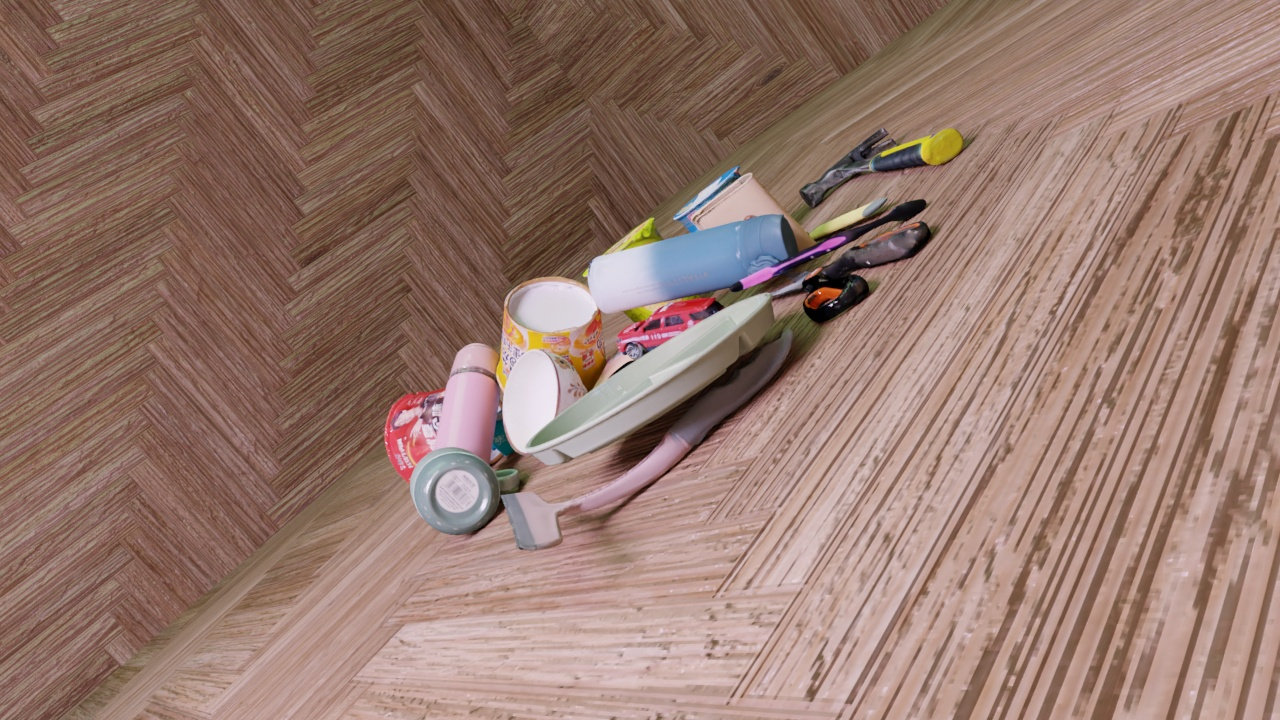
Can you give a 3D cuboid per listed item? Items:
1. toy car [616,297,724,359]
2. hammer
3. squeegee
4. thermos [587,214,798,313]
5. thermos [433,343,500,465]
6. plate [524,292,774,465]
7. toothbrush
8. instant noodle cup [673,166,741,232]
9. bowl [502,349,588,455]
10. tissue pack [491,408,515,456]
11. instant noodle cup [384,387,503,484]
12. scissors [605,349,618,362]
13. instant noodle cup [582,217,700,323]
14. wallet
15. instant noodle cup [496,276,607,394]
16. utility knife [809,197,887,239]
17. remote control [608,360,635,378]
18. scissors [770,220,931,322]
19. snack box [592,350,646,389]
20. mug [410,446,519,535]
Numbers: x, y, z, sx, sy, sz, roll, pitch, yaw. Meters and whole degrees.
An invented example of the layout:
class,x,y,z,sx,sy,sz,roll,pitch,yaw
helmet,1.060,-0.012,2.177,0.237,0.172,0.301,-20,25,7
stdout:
class,x,y,z,sx,sy,sz,roll,pitch,yaw
toy car,0.032,-0.034,0.934,0.121,0.045,0.052,-13,15,26
hammer,0.282,-0.231,1.051,0.126,0.032,0.323,-39,10,-1
squeegee,0.018,0.057,0.664,0.249,0.040,0.248,-34,4,-9
thermos,0.052,-0.097,0.926,0.221,0.070,0.070,-10,24,32
thermos,-0.202,0.075,1.090,0.067,0.087,0.198,-5,48,6
plate,0.011,0.016,0.729,0.230,0.027,0.230,-32,4,2
toothbrush,0.168,-0.103,0.834,0.189,0.014,0.017,-24,2,14
instant noodle cup,0.112,-0.160,1.107,0.099,0.110,0.099,-38,10,8
bowl,-0.095,0.048,0.988,0.062,0.113,0.114,10,-26,-38
tissue pack,-0.130,0.061,1.139,0.134,0.050,0.093,-29,15,43
instant noodle cup,-0.245,0.093,1.191,0.109,0.138,0.137,-21,19,37
scissors,-0.059,0.018,1.196,0.134,0.017,0.056,-37,15,26
instant noodle cup,0.010,-0.094,1.134,0.112,0.123,0.111,-39,10,8
wallet,0.116,-0.129,0.946,0.087,0.115,0.024,-32,34,30
instant noodle cup,-0.102,-0.024,1.072,0.137,0.138,0.110,-47,-28,-42
utility knife,0.209,-0.146,0.966,0.031,0.018,0.166,-36,10,-14
remote control,-0.006,0.024,0.872,0.053,0.024,0.136,-41,21,-6
scissors,0.151,-0.067,0.796,0.230,0.021,0.189,-27,15,48
snack box,-0.006,0.006,1.016,0.085,0.026,0.157,-34,11,19
mug,-0.177,0.131,0.944,0.111,0.082,0.106,-8,1,-17
